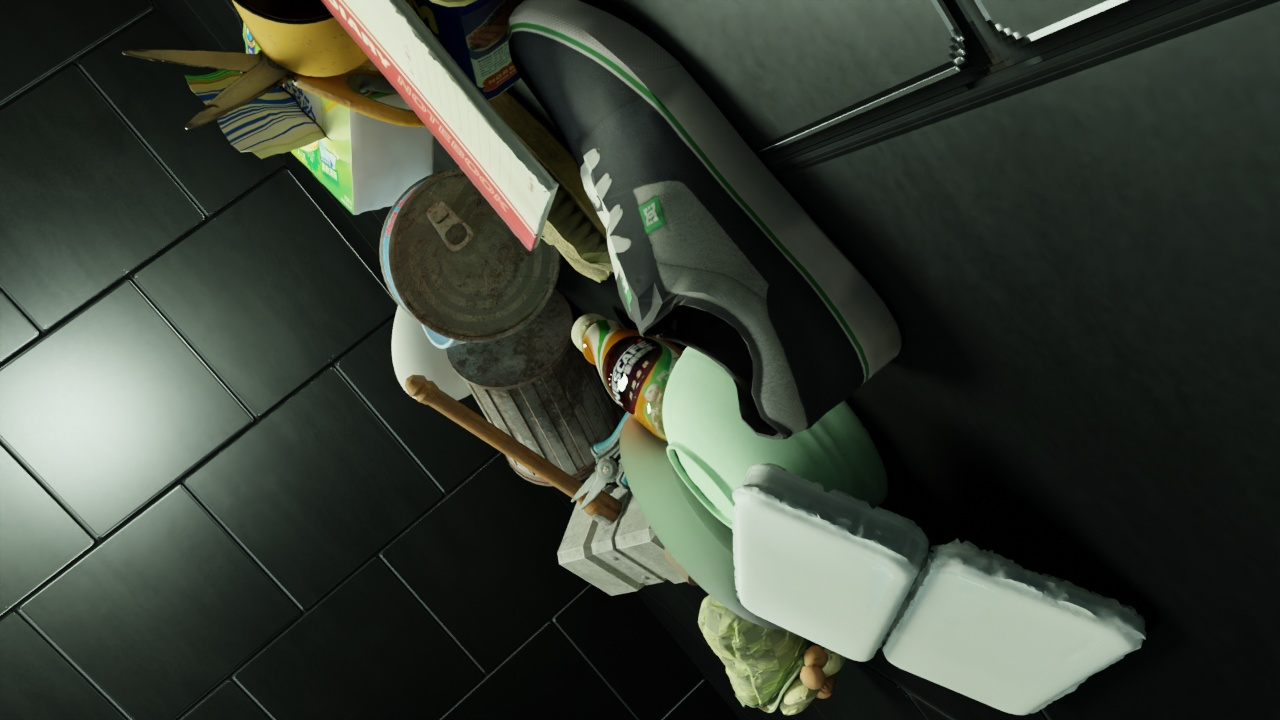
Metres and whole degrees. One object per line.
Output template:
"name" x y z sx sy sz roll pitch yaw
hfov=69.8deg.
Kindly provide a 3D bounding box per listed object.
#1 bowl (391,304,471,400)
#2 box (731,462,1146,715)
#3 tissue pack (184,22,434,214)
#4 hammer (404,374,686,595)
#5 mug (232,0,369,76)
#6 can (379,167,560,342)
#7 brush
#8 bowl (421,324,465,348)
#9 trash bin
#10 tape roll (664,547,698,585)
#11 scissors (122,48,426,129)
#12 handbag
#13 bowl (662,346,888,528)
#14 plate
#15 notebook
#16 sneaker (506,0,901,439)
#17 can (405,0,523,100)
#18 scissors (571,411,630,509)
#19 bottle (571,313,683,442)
"bowl" -0.179 -0.033 0.962 0.066 0.176 0.177 17 154 21
"box" 0.137 0.132 0.483 0.189 0.037 0.209 24 156 17
"tissue pack" -0.278 -0.209 0.751 0.198 0.141 0.120 38 136 33
"hammer" -0.085 0.104 0.856 0.317 0.082 0.163 37 143 -23
"mug" -0.216 -0.258 0.597 0.094 0.100 0.123 153 118 -79
"can" -0.129 -0.081 0.700 0.130 0.129 0.044 55 166 -21
"brush" -0.075 -0.123 0.592 0.195 0.043 0.059 46 167 11
"bowl" -0.149 -0.088 0.817 0.151 0.074 0.150 18 111 58
"trash bin" -0.102 0.031 0.930 0.131 0.130 0.211 42 163 32
"tape roll" 0.064 0.143 0.764 0.030 0.093 0.094 43 166 29
"scissors" -0.232 -0.207 0.654 0.216 0.224 0.016 29 135 -9
"handbag" 0.131 0.264 0.857 0.117 0.113 0.186 30 157 38
"bowl" 0.066 0.052 0.548 0.151 0.077 0.151 47 166 15
"plate" 0.061 0.105 0.661 0.188 0.016 0.188 38 -156 -20
"notebook" -0.117 -0.152 0.478 0.209 0.012 0.153 50 170 -3
"sneaker" 0.006 -0.065 0.410 0.235 0.079 0.084 48 168 9
"can" -0.104 -0.197 0.457 0.116 0.056 0.092 48 168 9
"scissors" -0.010 0.068 0.770 0.127 0.144 0.019 5 -171 27
"bottle" -0.004 0.004 0.683 0.167 0.059 0.059 37 162 55
